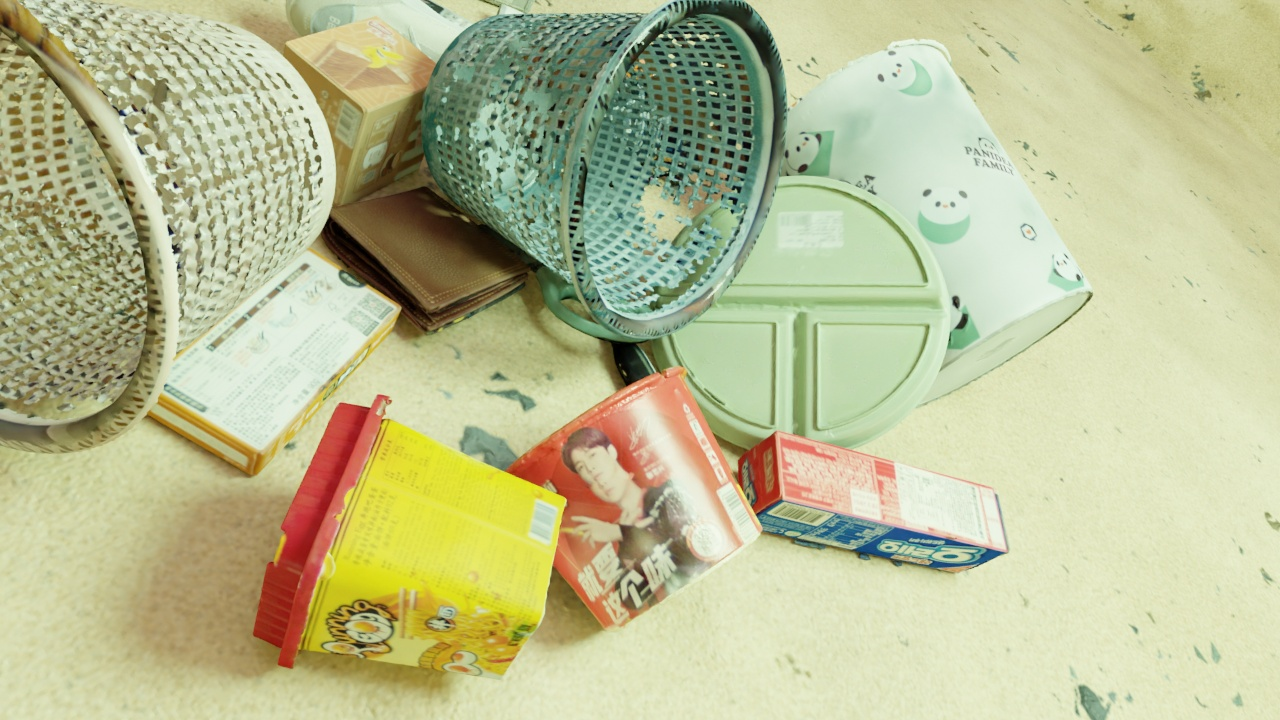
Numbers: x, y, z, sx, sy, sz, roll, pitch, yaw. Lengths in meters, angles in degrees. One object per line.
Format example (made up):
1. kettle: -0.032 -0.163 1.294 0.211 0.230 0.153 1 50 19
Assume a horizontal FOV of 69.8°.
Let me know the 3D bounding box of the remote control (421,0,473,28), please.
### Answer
1. remote control: -0.182 -0.307 0.854 0.150 0.021 0.058 27 42 -5

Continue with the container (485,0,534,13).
1. container: -0.141 -0.433 0.952 0.090 0.090 0.114 11 50 -25

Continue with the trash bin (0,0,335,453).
1. trash bin: -0.276 -0.094 0.480 0.227 0.228 0.191 35 29 0

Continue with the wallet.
1. wallet: -0.153 -0.078 0.654 0.124 0.032 0.101 39 40 17

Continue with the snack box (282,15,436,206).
1. snack box: -0.208 -0.184 0.675 0.077 0.093 0.094 39 42 5

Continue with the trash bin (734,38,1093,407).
1. trash bin: 0.243 -0.108 0.818 0.229 0.230 0.251 -13 66 -40

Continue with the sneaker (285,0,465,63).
1. sneaker: -0.169 -0.235 0.750 0.242 0.090 0.090 14 49 -19

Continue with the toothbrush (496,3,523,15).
1. toothbrush: -0.044 -0.311 0.948 0.221 0.027 0.026 18 6 -18

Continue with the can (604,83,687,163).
1. can: -0.014 -0.223 0.852 0.111 0.076 0.075 -1 53 -33

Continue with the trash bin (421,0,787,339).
1. trash bin: -0.038 -0.152 0.647 0.195 0.227 0.225 25 33 34

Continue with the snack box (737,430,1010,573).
1. snack box: 0.173 0.109 0.677 0.207 0.057 0.058 16 54 -21

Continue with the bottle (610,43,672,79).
1. bottle: -0.045 -0.288 0.906 0.149 0.067 0.066 10 47 -15

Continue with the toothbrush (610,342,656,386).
1. toothbrush: -0.004 0.004 0.688 0.027 0.026 0.212 2 47 -40

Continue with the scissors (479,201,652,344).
1. scissors: -0.040 -0.080 0.725 0.175 0.019 0.169 33 47 16

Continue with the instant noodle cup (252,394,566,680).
1. instant noodle cup: -0.111 0.097 0.460 0.123 0.116 0.115 20 44 -12

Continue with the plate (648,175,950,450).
1. plate: 0.119 -0.040 0.700 0.230 0.027 0.230 -2 75 6

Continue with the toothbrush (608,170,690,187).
1. toothbrush: -0.003 -0.160 0.827 0.018 0.014 0.188 55 35 9

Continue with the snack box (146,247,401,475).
1. snack box: -0.217 -0.005 0.556 0.075 0.026 0.153 32 42 -3

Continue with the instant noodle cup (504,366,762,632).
1. instant noodle cup: -0.002 0.085 0.539 0.137 0.138 0.108 -23 76 -44
